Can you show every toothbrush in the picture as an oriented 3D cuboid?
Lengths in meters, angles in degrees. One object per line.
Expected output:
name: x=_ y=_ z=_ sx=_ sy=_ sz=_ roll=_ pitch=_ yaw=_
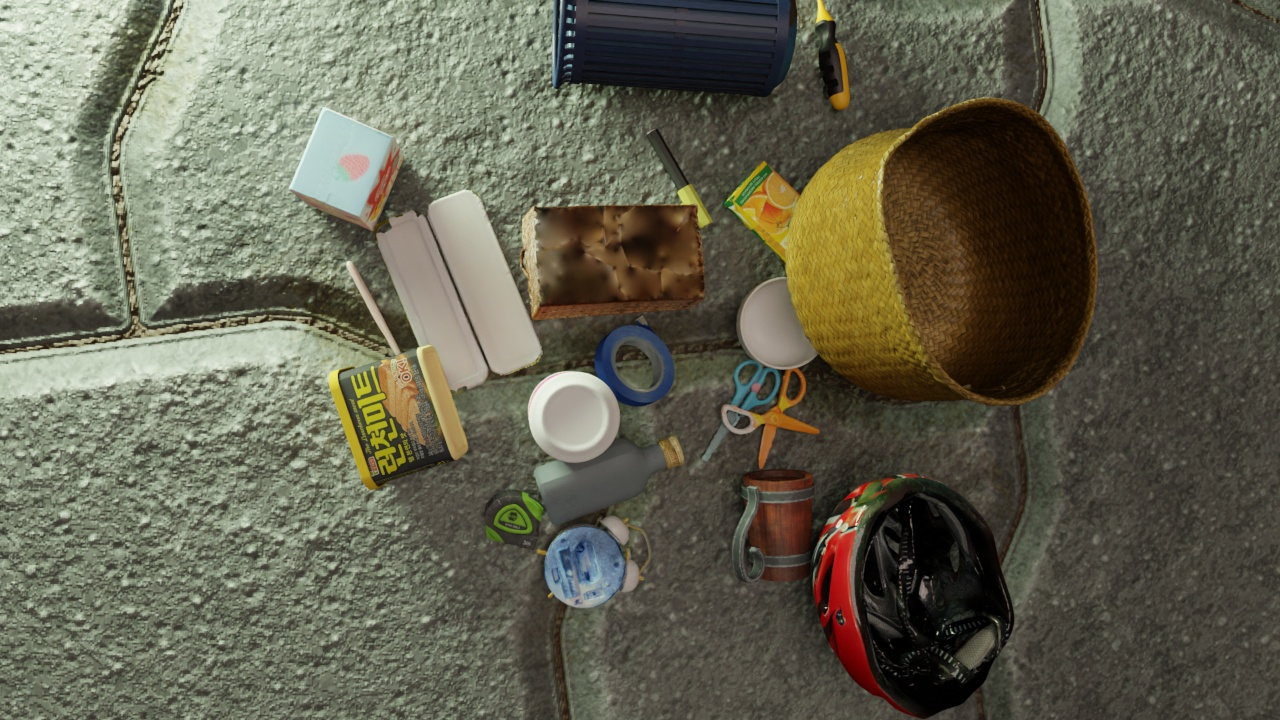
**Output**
toothbrush: x=-0.281 y=-0.027 z=1.009 sx=0.018 sy=0.015 sz=0.181 roll=-26 pitch=94 yaw=-1
toothbrush: x=0.215 y=-0.387 z=1.066 sx=0.030 sy=0.031 sz=0.196 roll=-9 pitch=87 yaw=-39

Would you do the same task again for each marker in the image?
marker: x=0.042 y=-0.207 z=1.049 sx=0.021 sy=0.017 sz=0.124 roll=-30 pitch=92 yaw=-7

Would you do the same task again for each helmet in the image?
helmet: x=0.286 y=0.248 z=0.998 sx=0.217 sy=0.167 sz=0.272 roll=-29 pitch=105 yaw=-26

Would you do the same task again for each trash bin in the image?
trash bin: x=0.034 y=-0.357 z=0.990 sx=0.249 sy=0.139 sz=0.139 roll=1 pitch=90 yaw=-9

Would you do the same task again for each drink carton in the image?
drink carton: x=0.162 y=-0.162 z=1.052 sx=0.122 sy=0.041 sz=0.058 roll=42 pitch=85 yaw=-6

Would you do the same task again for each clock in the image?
clock: x=-0.048 y=0.222 z=1.019 sx=0.125 sy=0.052 sz=0.089 roll=-13 pitch=91 yaw=-7

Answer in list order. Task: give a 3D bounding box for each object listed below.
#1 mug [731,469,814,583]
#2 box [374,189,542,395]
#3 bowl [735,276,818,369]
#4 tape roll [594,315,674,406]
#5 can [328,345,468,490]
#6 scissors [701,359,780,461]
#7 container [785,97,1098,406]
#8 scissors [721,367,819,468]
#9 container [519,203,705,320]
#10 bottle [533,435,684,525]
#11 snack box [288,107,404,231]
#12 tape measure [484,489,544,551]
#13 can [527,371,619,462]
mug: x=0.143 y=0.186 z=1.020 sx=0.117 sy=0.082 sz=0.111 roll=-6 pitch=95 yaw=-44
box: x=-0.201 y=-0.075 z=1.017 sx=0.127 sy=0.023 sz=0.209 roll=-22 pitch=92 yaw=-5
bowl: x=0.159 y=-0.041 z=1.045 sx=0.105 sy=0.054 sz=0.105 roll=0 pitch=90 yaw=-5
tape roll: x=-0.006 y=0.006 z=1.020 sx=0.092 sy=0.016 sz=0.091 roll=-35 pitch=93 yaw=-37
can: x=-0.253 y=0.057 z=0.973 sx=0.101 sy=0.072 sz=0.131 roll=-18 pitch=94 yaw=3
scissors: x=0.110 y=0.060 z=1.059 sx=0.056 sy=0.015 sz=0.136 roll=35 pitch=82 yaw=-8
container: x=0.307 y=-0.101 z=0.967 sx=0.306 sy=0.197 sz=0.306 roll=3 pitch=83 yaw=-25
scissors: x=0.151 y=0.065 z=1.059 sx=0.128 sy=0.011 sz=0.125 roll=13 pitch=93 yaw=-14
container: x=-0.030 y=-0.109 z=0.992 sx=0.198 sy=0.113 sz=0.114 roll=-4 pitch=90 yaw=-8
bottle: x=-0.032 y=0.125 z=1.016 sx=0.161 sy=0.046 sz=0.072 roll=-19 pitch=127 yaw=-7
snack box: x=-0.306 y=-0.198 z=0.966 sx=0.079 sy=0.095 sz=0.093 roll=22 pitch=86 yaw=-7
tape measure: x=-0.141 y=0.173 z=1.017 sx=0.065 sy=0.036 sz=0.059 roll=18 pitch=97 yaw=-10
can: x=-0.073 y=0.056 z=0.959 sx=0.088 sy=0.166 sz=0.088 roll=0 pitch=90 yaw=-7
